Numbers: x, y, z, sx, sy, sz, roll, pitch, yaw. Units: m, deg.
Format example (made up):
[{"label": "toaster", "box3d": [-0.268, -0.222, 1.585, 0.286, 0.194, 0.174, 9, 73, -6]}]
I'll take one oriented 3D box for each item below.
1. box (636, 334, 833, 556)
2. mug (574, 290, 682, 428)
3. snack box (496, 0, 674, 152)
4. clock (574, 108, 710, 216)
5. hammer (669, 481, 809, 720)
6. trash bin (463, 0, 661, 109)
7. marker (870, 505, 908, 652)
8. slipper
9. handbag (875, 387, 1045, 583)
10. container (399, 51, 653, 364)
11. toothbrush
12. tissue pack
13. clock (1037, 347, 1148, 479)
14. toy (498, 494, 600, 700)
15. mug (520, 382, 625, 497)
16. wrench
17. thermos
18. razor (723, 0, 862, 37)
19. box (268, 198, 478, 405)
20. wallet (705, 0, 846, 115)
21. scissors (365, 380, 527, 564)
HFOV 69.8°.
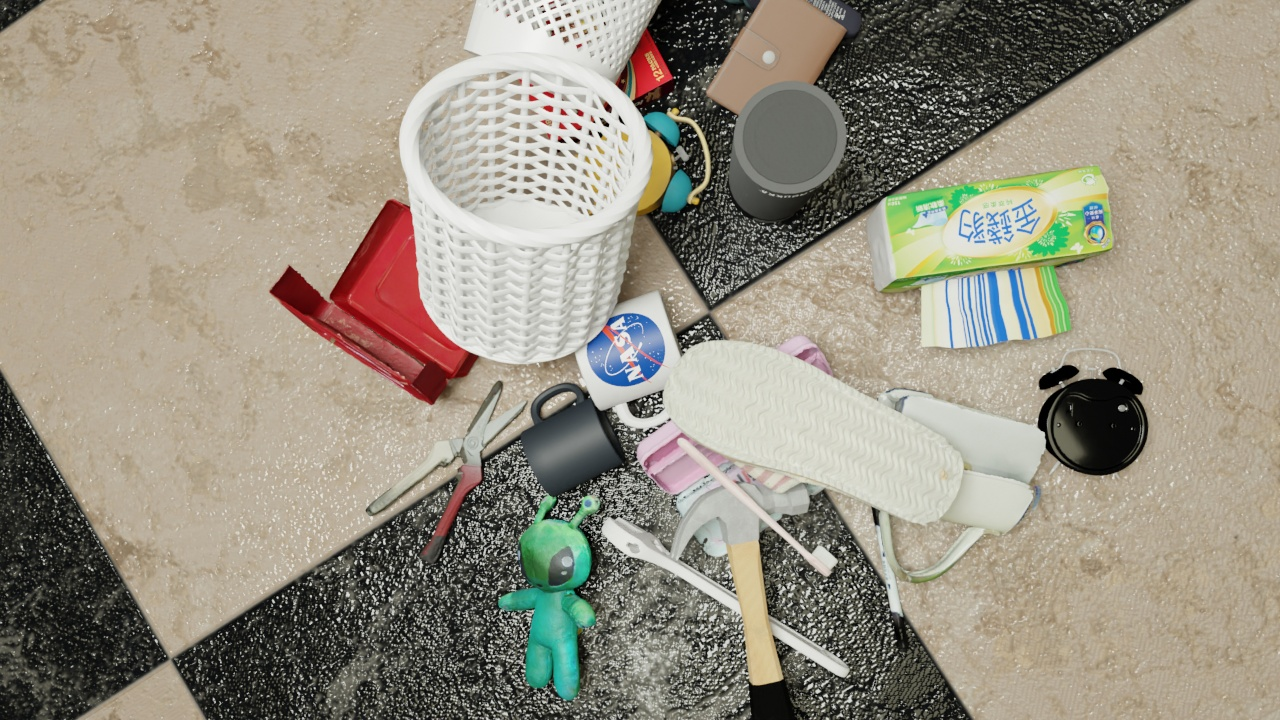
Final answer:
[{"label": "box", "box3d": [0.109, 0.079, 0.887, 0.201, 0.066, 0.153, -35, 114, 4]}, {"label": "mug", "box3d": [-0.005, 0.005, 0.872, 0.090, 0.091, 0.121, -19, 88, 4]}, {"label": "snack box", "box3d": [-0.061, -0.308, 0.909, 0.133, 0.036, 0.152, -27, 87, 4]}, {"label": "clock", "box3d": [0.004, -0.189, 0.900, 0.130, 0.043, 0.099, -14, 88, 12]}, {"label": "hammer", "box3d": [0.111, 0.275, 0.834, 0.131, 0.039, 0.328, -9, 86, -8]}, {"label": "trash bin", "box3d": [-0.057, -0.341, 0.808, 0.195, 0.195, 0.200, 25, 101, 5]}, {"label": "marker", "box3d": [0.240, 0.206, 0.887, 0.011, 0.011, 0.152, -11, 88, 5]}, {"label": "slipper", "box3d": [0.147, 0.066, 0.806, 0.263, 0.052, 0.115, 22, 85, 10]}, {"label": "handbag", "box3d": [0.277, 0.126, 0.847, 0.151, 0.074, 0.176, 15, 96, -3]}, {"label": "container", "box3d": [-0.097, -0.121, 0.767, 0.189, 0.187, 0.189, 4, 60, -7]}, {"label": "toothbrush", "box3d": [0.103, 0.128, 0.818, 0.181, 0.016, 0.018, 41, 75, -1]}, {"label": "tissue pack", "box3d": [0.317, -0.085, 0.837, 0.198, 0.120, 0.141, -8, 87, 11]}, {"label": "clock", "box3d": [0.420, 0.048, 0.857, 0.091, 0.042, 0.120, 2, 89, 5]}, {"label": "toy", "box3d": [-0.080, 0.224, 0.889, 0.131, 0.072, 0.193, 1, 89, 41]}, {"label": "mug", "box3d": [-0.071, 0.070, 0.894, 0.077, 0.071, 0.105, -26, 60, 4]}, {"label": "wrench", "box3d": [0.082, 0.227, 0.880, 0.273, 0.066, 0.018, 32, 91, 0]}, {"label": "thermos", "box3d": [0.119, -0.170, 0.792, 0.082, 0.240, 0.082, 0, 93, 4]}, {"label": "razor", "box3d": [0.146, -0.347, 0.887, 0.143, 0.052, 0.047, 20, 88, 0]}, {"label": "box", "box3d": [-0.220, -0.065, 0.875, 0.157, 0.157, 0.170, 33, 73, 3]}, {"label": "wallet", "box3d": [0.129, -0.287, 0.880, 0.087, 0.013, 0.121, 29, 106, -13]}, {"label": "scissors", "box3d": [-0.194, 0.116, 0.926, 0.179, 0.015, 0.185, -8, 87, 5]}]
